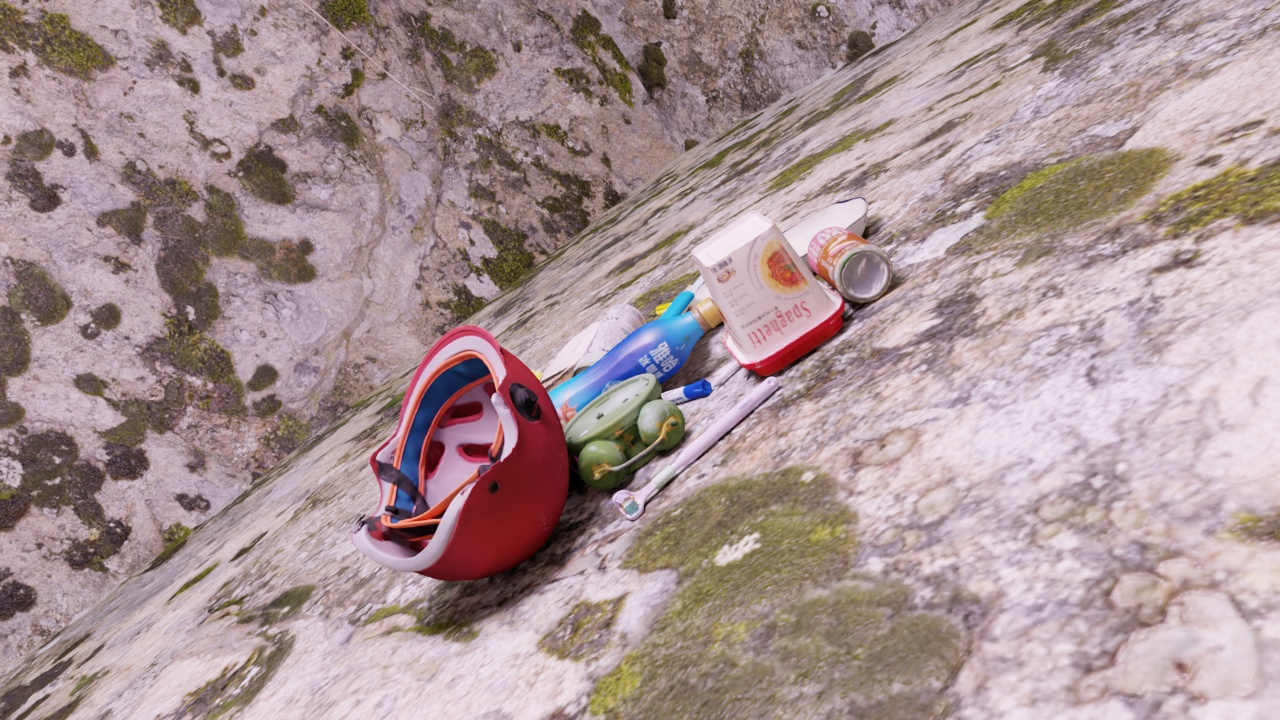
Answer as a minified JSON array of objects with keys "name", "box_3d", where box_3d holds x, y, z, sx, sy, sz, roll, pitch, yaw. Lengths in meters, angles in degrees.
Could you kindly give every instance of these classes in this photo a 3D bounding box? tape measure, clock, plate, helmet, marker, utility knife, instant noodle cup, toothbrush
[{"name":"tape measure","box_3d":[-0.086,0.108,0.932,0.039,0.058,0.057,-36,56,8]},{"name":"clock","box_3d":[-0.016,0.071,0.897,0.116,0.056,0.161,-36,13,-3]},{"name":"plate","box_3d":[0.172,-0.119,1.151,0.266,0.034,0.161,-29,15,19]},{"name":"helmet","box_3d":[-0.148,0.098,0.859,0.208,0.144,0.239,-27,44,35]},{"name":"marker","box_3d":[0.061,-0.080,1.322,0.018,0.015,0.124,-46,19,-29]},{"name":"marker","box_3d":[0.020,0.044,0.988,0.146,0.017,0.016,-20,19,46]},{"name":"utility knife","box_3d":[0.028,-0.041,1.085,0.187,0.018,0.034,-52,20,-3]},{"name":"instant noodle cup","box_3d":[0.118,-0.070,0.892,0.116,0.124,0.116,-32,21,2]},{"name":"toothbrush","box_3d":[0.054,0.072,0.808,0.188,0.029,0.021,-38,-24,-19]}]

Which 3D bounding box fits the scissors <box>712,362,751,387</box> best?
[{"name":"scissors","box_3d":[0.139,-0.029,0.972,0.161,0.012,0.163,-32,16,12]}]

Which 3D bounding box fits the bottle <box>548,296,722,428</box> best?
[{"name":"bottle","box_3d":[-0.006,0.006,0.994,0.219,0.065,0.065,-36,13,10]}]

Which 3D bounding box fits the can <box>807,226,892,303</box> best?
[{"name":"can","box_3d":[0.212,-0.101,0.943,0.058,0.058,0.147,-33,13,8]}]

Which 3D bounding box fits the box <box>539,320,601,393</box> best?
[{"name":"box","box_3d":[-0.075,0.007,1.255,0.090,0.061,0.183,-29,17,26]}]

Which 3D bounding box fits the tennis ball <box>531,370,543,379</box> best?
[{"name":"tennis ball","box_3d":[-0.148,0.047,1.272,0.065,0.065,0.065,-32,14,9]}]

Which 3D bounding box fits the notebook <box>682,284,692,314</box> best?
[{"name":"notebook","box_3d":[0.016,-0.013,1.129,0.148,0.008,0.207,-49,10,16]}]

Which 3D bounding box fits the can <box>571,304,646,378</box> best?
[{"name":"can","box_3d":[-0.038,-0.012,1.170,0.058,0.058,0.146,-26,23,32]}]
